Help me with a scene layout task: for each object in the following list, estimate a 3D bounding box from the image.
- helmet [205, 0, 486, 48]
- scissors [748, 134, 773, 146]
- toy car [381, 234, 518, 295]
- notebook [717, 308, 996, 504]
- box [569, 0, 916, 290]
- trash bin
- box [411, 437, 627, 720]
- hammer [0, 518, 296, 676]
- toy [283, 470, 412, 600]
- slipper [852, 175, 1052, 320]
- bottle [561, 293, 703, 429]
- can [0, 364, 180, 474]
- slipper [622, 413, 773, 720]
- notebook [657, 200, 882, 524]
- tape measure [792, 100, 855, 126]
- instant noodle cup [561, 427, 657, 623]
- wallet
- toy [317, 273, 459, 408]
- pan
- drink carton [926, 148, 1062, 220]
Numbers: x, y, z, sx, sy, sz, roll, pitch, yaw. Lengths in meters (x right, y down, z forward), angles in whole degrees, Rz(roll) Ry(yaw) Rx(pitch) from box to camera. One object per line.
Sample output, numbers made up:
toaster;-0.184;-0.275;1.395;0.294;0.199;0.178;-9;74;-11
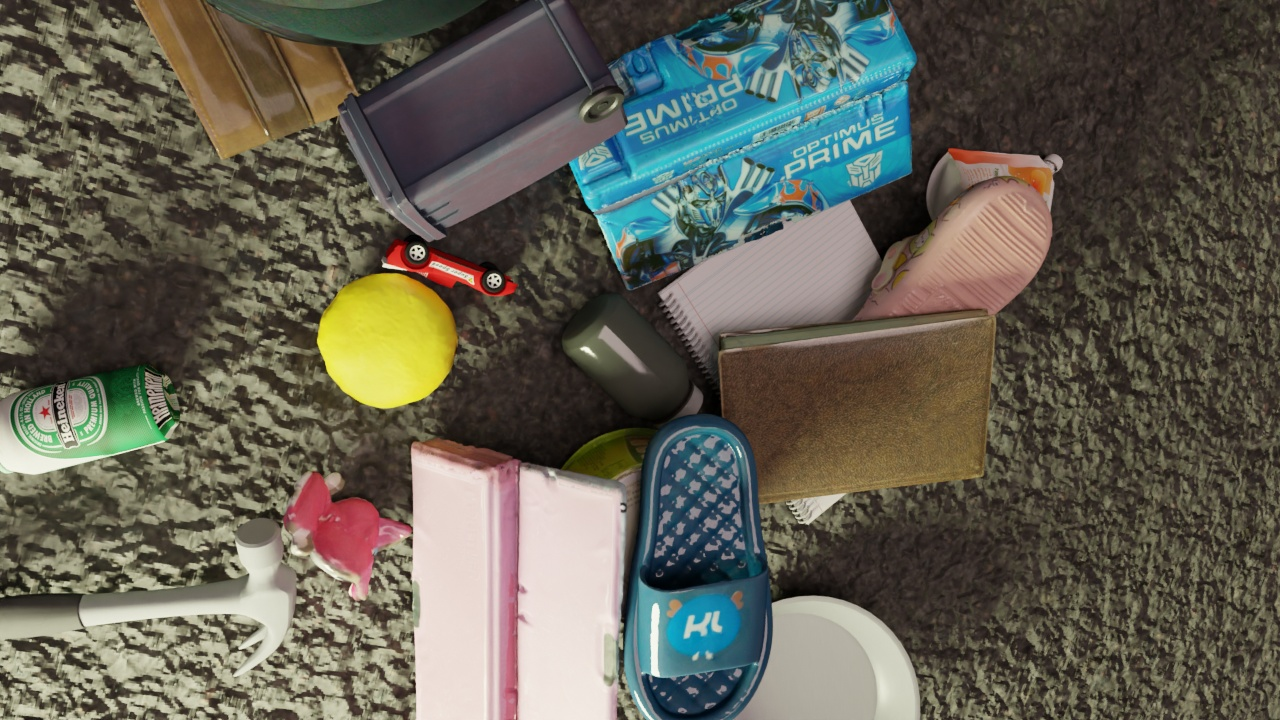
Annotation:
helmet;-0.133;-0.298;0.474;0.249;0.236;0.316;25;85;-18
scissors;0.093;-0.213;0.692;0.125;0.015;0.127;19;93;-22
toy car;-0.132;-0.063;0.637;0.089;0.038;0.025;19;98;-21
notebook;0.165;0.056;0.722;0.215;0.034;0.190;-6;117;-2
box;0.073;-0.159;0.644;0.243;0.071;0.170;-23;110;0
trash bin;-0.098;-0.152;0.576;0.161;0.092;0.093;-29;81;2
box;-0.093;0.180;0.642;0.039;0.179;0.233;-15;109;-55
hammer;-0.387;0.168;0.600;0.310;0.029;0.125;-3;125;-11
toy;-0.217;0.119;0.648;0.102;0.050;0.065;54;49;-38
slipper;0.234;-0.064;0.731;0.093;0.081;0.198;29;113;-22
bottle;-0.004;0.004;0.682;0.060;0.060;0.108;-47;111;-4
can;-0.350;0.037;0.581;0.101;0.053;0.053;-15;106;-15
slipper;0.044;0.142;0.607;0.103;0.059;0.213;2;90;-14
notebook;0.144;-0.005;0.753;0.177;0.013;0.245;-37;110;-8
tape measure;0.133;-0.204;0.691;0.065;0.017;0.064;29;92;-24
instant noodle cup;0.005;0.127;0.678;0.146;0.098;0.146;0;92;-12
wallet;-0.247;-0.200;0.577;0.098;0.027;0.121;-27;108;-14
toy;-0.174;-0.013;0.634;0.094;0.041;0.095;5;101;-14
pan;0.080;0.247;0.768;0.356;0.051;0.200;41;85;-7
drink carton;0.300;-0.140;0.765;0.122;0.039;0.069;-2;103;-24
